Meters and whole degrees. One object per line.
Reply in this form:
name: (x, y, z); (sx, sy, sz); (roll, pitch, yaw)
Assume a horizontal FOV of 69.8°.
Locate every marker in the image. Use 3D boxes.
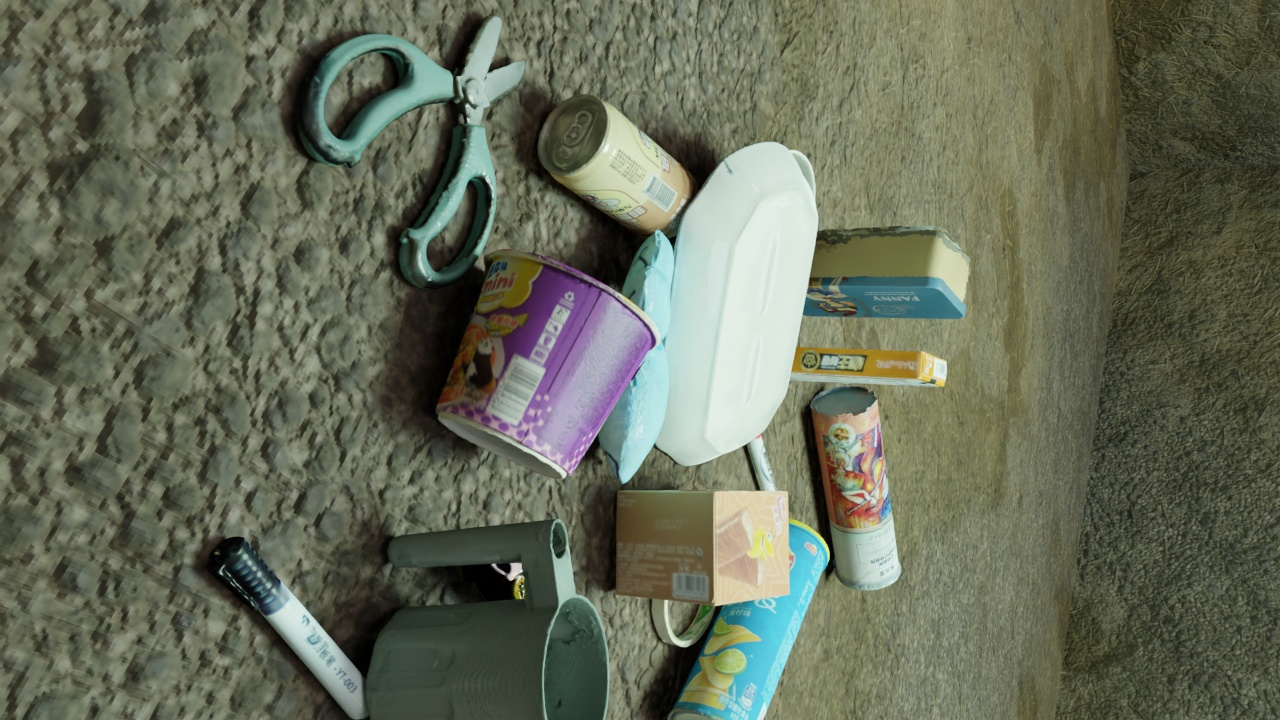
marker: (-0.166, 0.135, 0.447); (0.022, 0.018, 0.131); (-46, 129, -33)
marker: (0.113, 0.101, 0.853); (0.017, 0.017, 0.145); (-50, 131, -41)

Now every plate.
plate: (0.082, -0.032, 0.709); (0.161, 0.034, 0.266); (-21, 128, -44)

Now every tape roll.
tape roll: (0.038, 0.190, 0.752); (0.085, 0.014, 0.086); (-6, 97, -56)

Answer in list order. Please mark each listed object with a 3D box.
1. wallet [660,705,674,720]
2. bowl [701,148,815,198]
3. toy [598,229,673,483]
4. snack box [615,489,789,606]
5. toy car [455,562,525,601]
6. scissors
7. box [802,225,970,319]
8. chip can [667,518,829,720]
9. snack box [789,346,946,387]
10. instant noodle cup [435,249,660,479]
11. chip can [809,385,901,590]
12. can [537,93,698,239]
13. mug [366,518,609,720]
wallet: (0.027, 0.333, 0.745); (0.122, 0.020, 0.096); (-24, 107, -51)
bowl: (0.084, -0.120, 0.740); (0.113, 0.062, 0.114); (-32, 135, -39)
toy: (-0.004, 0.004, 0.625); (0.161, 0.050, 0.157); (-83, 180, -52)
snack box: (0.046, 0.133, 0.674); (0.094, 0.093, 0.077); (9, 79, -48)
toy car: (-0.067, 0.148, 0.558); (0.037, 0.056, 0.122); (-54, 134, -34)
scissors: (-0.118, -0.135, 0.494); (0.172, 0.019, 0.176); (34, 67, -51)
box: (0.212, -0.079, 0.837); (0.089, 0.185, 0.062); (26, 75, -48)
chip can: (0.096, 0.231, 0.779); (0.209, 0.071, 0.071); (-53, 134, -43)
snack box: (0.192, 0.006, 0.839); (0.075, 0.154, 0.026); (14, 81, -55)
instant noodle cup: (-0.058, 0.007, 0.523); (0.111, 0.112, 0.099); (41, 69, -49)
chip can: (0.230, 0.136, 0.979); (0.071, 0.071, 0.215); (-38, 122, -48)
can: (-0.012, -0.126, 0.613); (0.116, 0.059, 0.058); (25, 72, -53)
mug: (-0.081, 0.148, 0.484); (0.083, 0.103, 0.124); (-10, 92, -71)
